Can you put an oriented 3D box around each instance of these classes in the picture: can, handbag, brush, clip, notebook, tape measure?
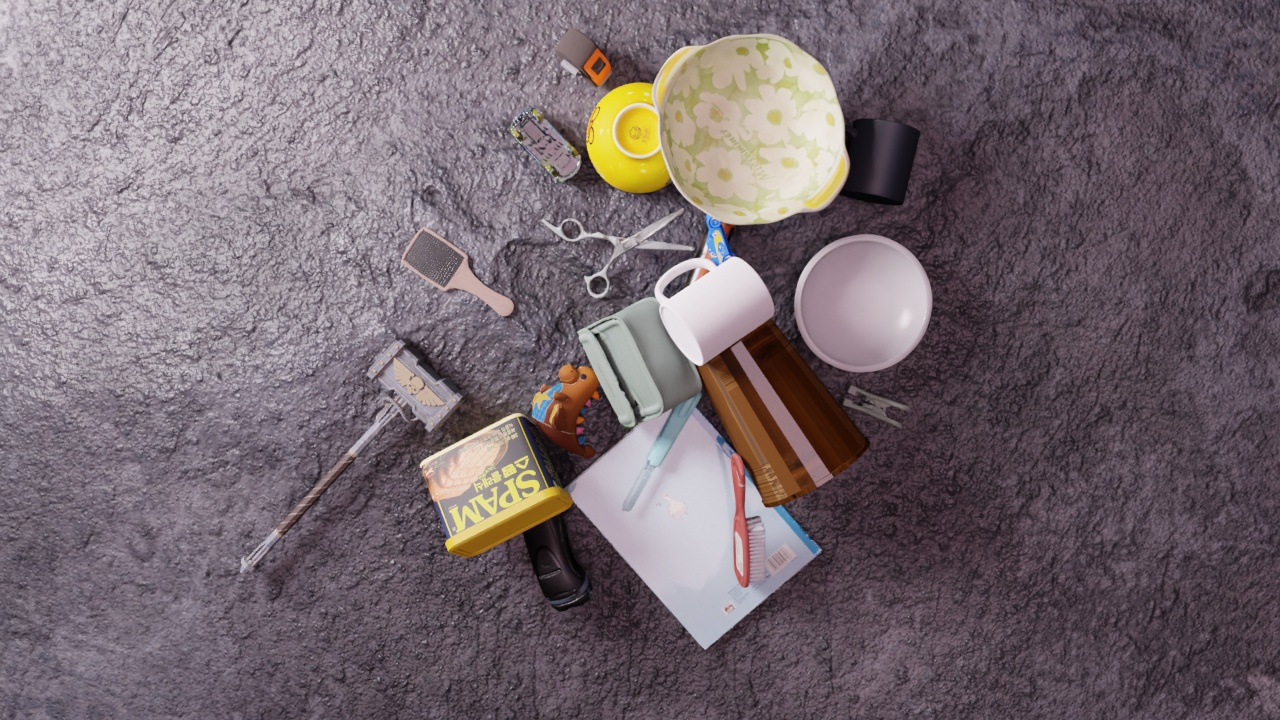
[{"bbox_3d":[-0.158,0.135,0.999,0.135,0.075,0.104,-27,69,2],"label":"can"},{"bbox_3d":[-0.006,0.006,0.988,0.067,0.106,0.122,-29,94,-38],"label":"handbag"},{"bbox_3d":[0.118,0.175,1.005,0.030,0.041,0.172,-11,117,-11],"label":"brush"},{"bbox_3d":[-0.200,-0.092,1.021,0.135,0.015,0.050,34,95,-4],"label":"brush"},{"bbox_3d":[0.265,0.051,1.036,0.076,0.023,0.042,22,96,-1],"label":"clip"},{"bbox_3d":[0.061,0.184,1.054,0.181,0.009,0.253,-40,94,3],"label":"notebook"},{"bbox_3d":[-0.063,-0.321,0.978,0.058,0.058,0.038,38,94,-1],"label":"tape measure"}]

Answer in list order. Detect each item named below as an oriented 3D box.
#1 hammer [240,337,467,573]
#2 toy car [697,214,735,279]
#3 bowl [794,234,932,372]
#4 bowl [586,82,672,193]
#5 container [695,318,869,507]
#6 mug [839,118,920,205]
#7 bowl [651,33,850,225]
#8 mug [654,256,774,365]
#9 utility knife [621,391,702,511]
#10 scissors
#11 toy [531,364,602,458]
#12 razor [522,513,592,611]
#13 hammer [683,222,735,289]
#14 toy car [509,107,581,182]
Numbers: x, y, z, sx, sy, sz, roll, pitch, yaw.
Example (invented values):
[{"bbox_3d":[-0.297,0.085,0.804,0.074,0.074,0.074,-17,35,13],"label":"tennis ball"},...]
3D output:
[{"bbox_3d":[-0.339,0.123,1.026,0.098,0.044,0.322,43,94,-4],"label":"hammer"},{"bbox_3d":[0.068,-0.112,0.983,0.062,0.033,0.092,-18,101,14],"label":"toy car"},{"bbox_3d":[0.241,-0.063,1.013,0.149,0.043,0.149,0,96,0],"label":"bowl"},{"bbox_3d":[-0.001,-0.241,0.981,0.117,0.067,0.117,0,95,0],"label":"bowl"},{"bbox_3d":[0.144,0.052,0.988,0.132,0.132,0.167,-33,89,2],"label":"container"},{"bbox_3d":[0.239,-0.215,0.980,0.105,0.071,0.077,10,96,-17],"label":"mug"},{"bbox_3d":[0.111,-0.234,0.948,0.219,0.060,0.188,33,94,-6],"label":"bowl"},{"bbox_3d":[0.066,-0.061,0.938,0.090,0.074,0.110,-34,57,-12],"label":"mug"},{"bbox_3d":[0.023,0.100,1.031,0.022,0.015,0.165,29,92,-2],"label":"utility knife"},{"bbox_3d":[-0.027,-0.137,1.005,0.158,0.014,0.142,39,109,1],"label":"scissors"},{"bbox_3d":[-0.069,0.058,1.029,0.090,0.071,0.103,-49,117,-9],"label":"toy"},{"bbox_3d":[-0.097,0.211,1.039,0.053,0.063,0.140,-23,82,17],"label":"razor"},{"bbox_3d":[0.097,-0.132,1.011,0.138,0.035,0.314,20,96,-2],"label":"hammer"},{"bbox_3d":[-0.102,-0.234,1.001,0.039,0.027,0.090,-45,94,1],"label":"toy car"}]
